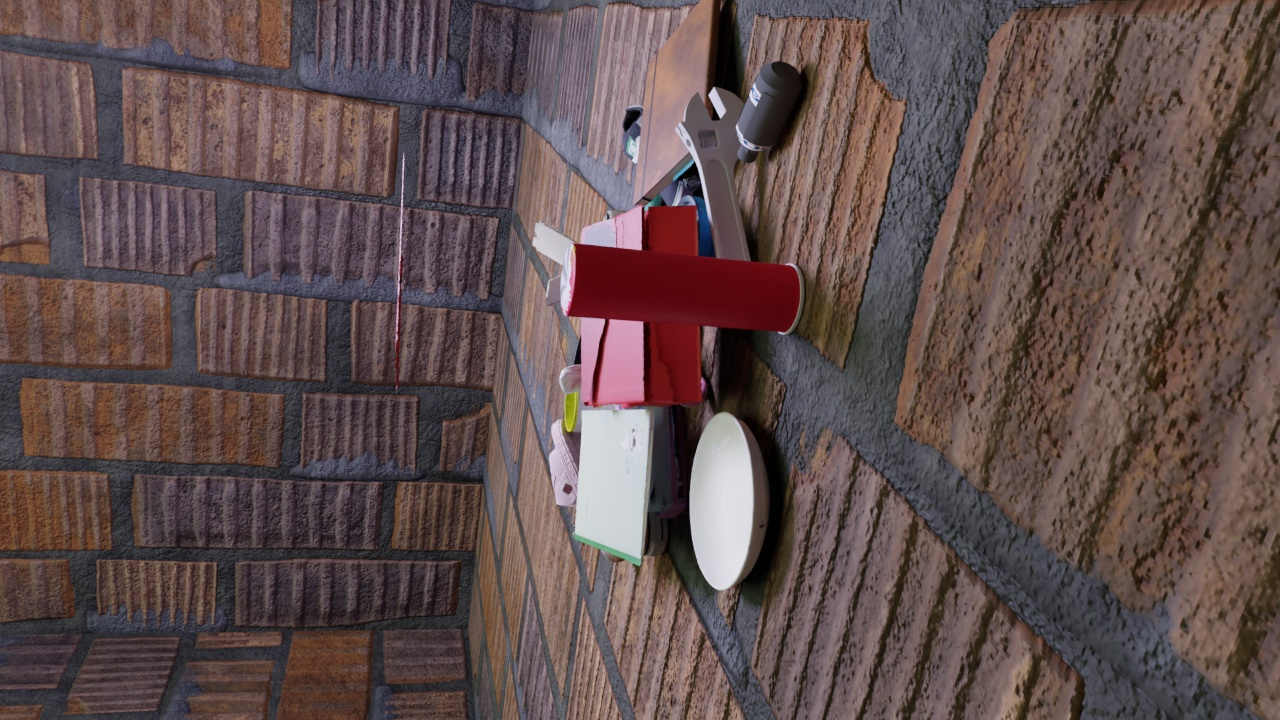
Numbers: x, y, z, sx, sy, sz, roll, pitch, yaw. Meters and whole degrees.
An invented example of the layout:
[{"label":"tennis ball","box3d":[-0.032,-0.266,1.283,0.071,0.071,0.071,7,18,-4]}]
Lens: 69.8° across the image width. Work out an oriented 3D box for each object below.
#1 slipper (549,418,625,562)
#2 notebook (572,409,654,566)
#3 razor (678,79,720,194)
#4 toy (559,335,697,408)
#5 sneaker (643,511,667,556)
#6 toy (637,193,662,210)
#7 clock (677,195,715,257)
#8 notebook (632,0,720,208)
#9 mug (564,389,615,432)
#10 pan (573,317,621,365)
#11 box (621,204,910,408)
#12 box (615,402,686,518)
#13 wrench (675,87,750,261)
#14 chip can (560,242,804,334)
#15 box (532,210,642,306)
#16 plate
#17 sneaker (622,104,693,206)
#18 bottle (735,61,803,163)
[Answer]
[{"label":"slipper","box3d":[-0.089,0.201,1.389,0.094,0.064,0.239,16,-135,-64]},{"label":"notebook","box3d":[-0.038,0.153,1.170,0.253,0.010,0.182,173,102,-68]},{"label":"razor","box3d":[0.079,-0.272,1.104,0.067,0.054,0.151,-9,71,63]},{"label":"toy","box3d":[-0.007,0.007,1.152,0.084,0.195,0.158,47,-144,-52]},{"label":"sneaker","box3d":[-0.018,0.154,1.267,0.119,0.087,0.240,117,153,-55]},{"label":"toy","box3d":[0.015,-0.244,1.353,0.105,0.033,0.084,117,163,-57]},{"label":"clock","box3d":[0.068,-0.118,1.076,0.162,0.060,0.116,109,157,-48]},{"label":"notebook","box3d":[0.040,-0.312,1.133,0.179,0.014,0.248,-34,45,55]},{"label":"mug","box3d":[-0.055,0.070,1.387,0.082,0.106,0.082,-177,91,-75]},{"label":"pan","box3d":[-0.060,-0.085,1.549,0.226,0.034,0.355,133,149,-59]},{"label":"box","box3d":[0.127,-0.055,1.024,0.153,0.325,0.213,79,-170,-83]},{"label":"box","box3d":[0.020,0.095,1.195,0.077,0.096,0.214,-23,60,42]},{"label":"wrench","box3d":[0.098,-0.167,0.987,0.018,0.086,0.273,136,125,-68]},{"label":"chip can","box3d":[0.039,-0.067,0.863,0.069,0.220,0.069,-177,91,-75]},{"label":"box","box3d":[-0.054,-0.135,1.268,0.144,0.191,0.068,103,162,-54]},{"label":"plate","box3d":[0.096,0.146,0.954,0.182,0.034,0.182,-177,91,-75]},{"label":"sneaker","box3d":[0.020,-0.277,1.248,0.235,0.079,0.084,-104,24,-47]},{"label":"bottle","box3d":[0.125,-0.246,0.923,0.113,0.047,0.047,113,155,-51]}]
